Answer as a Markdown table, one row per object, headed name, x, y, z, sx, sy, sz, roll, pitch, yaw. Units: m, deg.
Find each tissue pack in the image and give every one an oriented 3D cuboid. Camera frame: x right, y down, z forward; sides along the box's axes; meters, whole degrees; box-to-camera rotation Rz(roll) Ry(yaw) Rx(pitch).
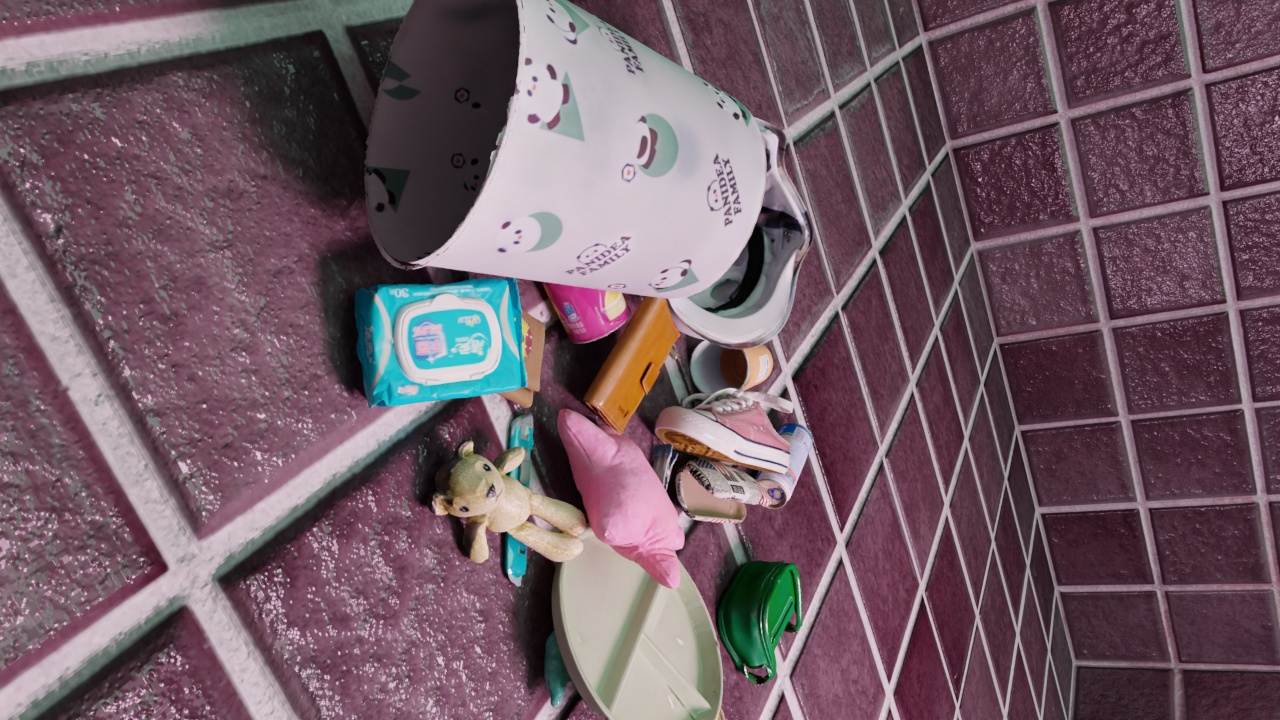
| name | x | y | z | sx | sy | sz | roll | pitch | yaw |
| --- | --- | --- | --- | --- | --- | --- | --- | --- | --- |
| tissue pack | -0.153 | -0.016 | 0.715 | 0.133 | 0.050 | 0.093 | -8 | 90 | -33 |

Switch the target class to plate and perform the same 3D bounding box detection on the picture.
| name | x | y | z | sx | sy | sz | roll | pitch | yaw |
| --- | --- | --- | --- | --- | --- | --- | --- | --- | --- |
| plate | -0.002 | 0.261 | 0.879 | 0.230 | 0.028 | 0.229 | 39 | 32 | -30 |

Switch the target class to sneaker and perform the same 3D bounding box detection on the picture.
| name | x | y | z | sx | sy | sz | roll | pitch | yaw |
| --- | --- | --- | --- | --- | --- | --- | --- | --- | --- |
| sneaker | 0.106 | 0.075 | 1.084 | 0.240 | 0.118 | 0.087 | 21 | 77 | -48 |

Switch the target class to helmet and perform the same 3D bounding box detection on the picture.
| name | x | y | z | sx | sy | sz | roll | pitch | yaw |
| --- | --- | --- | --- | --- | --- | --- | --- | --- | --- |
| helmet | 0.064 | -0.142 | 1.032 | 0.228 | 0.146 | 0.259 | -22 | 104 | -33 |

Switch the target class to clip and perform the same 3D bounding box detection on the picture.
| name | x | y | z | sx | sy | sz | roll | pitch | yaw |
| --- | --- | --- | --- | --- | --- | --- | --- | --- | --- |
| clip | 0.025 | 0.122 | 1.028 | 0.038 | 0.026 | 0.058 | 55 | 39 | -47 |

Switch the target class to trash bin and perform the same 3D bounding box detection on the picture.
| name | x | y | z | sx | sy | sz | roll | pitch | yaw |
| --- | --- | --- | --- | --- | --- | --- | --- | --- | --- |
| trash bin | -0.052 | -0.158 | 0.722 | 0.251 | 0.230 | 0.229 | 11 | 72 | -39 |

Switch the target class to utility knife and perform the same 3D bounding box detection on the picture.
| name | x | y | z | sx | sy | sz | roll | pitch | yaw |
| --- | --- | --- | --- | --- | --- | --- | --- | --- | --- |
| utility knife | -0.108 | 0.122 | 0.824 | 0.029 | 0.013 | 0.157 | 18 | 66 | -47 |

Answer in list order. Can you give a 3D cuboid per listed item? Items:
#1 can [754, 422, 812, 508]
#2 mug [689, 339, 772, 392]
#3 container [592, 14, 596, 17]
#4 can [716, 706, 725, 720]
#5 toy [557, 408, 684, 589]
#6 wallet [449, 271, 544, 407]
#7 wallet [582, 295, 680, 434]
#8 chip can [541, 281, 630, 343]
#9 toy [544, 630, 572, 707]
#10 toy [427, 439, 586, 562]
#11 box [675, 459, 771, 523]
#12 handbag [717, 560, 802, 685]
| name | x | y | z | sx | sy | sz | roll | pitch | yaw |
| --- | --- | --- | --- | --- | --- | --- | --- | --- | --- |
| can | 0.197 | 0.145 | 1.270 | 0.134 | 0.053 | 0.053 | -53 | 126 | -50 |
| mug | 0.123 | 0.006 | 1.173 | 0.122 | 0.078 | 0.078 | -7 | 88 | -62 |
| container | -0.075 | -0.259 | 0.888 | 0.090 | 0.112 | 0.089 | 41 | 50 | -46 |
| can | 0.037 | 0.365 | 0.957 | 0.148 | 0.049 | 0.074 | 58 | 38 | -32 |
| toy | -0.020 | 0.126 | 0.868 | 0.194 | 0.075 | 0.178 | 56 | 10 | -2 |
| wallet | -0.129 | -0.016 | 0.813 | 0.115 | 0.033 | 0.090 | 36 | 52 | -53 |
| wallet | -0.006 | 0.006 | 0.948 | 0.130 | 0.035 | 0.119 | -60 | 156 | -11 |
| chip can | -0.081 | -0.122 | 0.879 | 0.210 | 0.072 | 0.071 | 65 | 35 | -24 |
| toy | -0.061 | 0.269 | 0.848 | 0.092 | 0.030 | 0.096 | 32 | 48 | -56 |
| toy | -0.107 | 0.126 | 0.775 | 0.157 | 0.066 | 0.105 | 36 | 69 | -39 |
| box | 0.105 | 0.149 | 1.096 | 0.163 | 0.082 | 0.075 | 21 | 50 | -52 |
| handbag | 0.157 | 0.320 | 1.145 | 0.131 | 0.068 | 0.120 | -46 | 121 | -52 |
